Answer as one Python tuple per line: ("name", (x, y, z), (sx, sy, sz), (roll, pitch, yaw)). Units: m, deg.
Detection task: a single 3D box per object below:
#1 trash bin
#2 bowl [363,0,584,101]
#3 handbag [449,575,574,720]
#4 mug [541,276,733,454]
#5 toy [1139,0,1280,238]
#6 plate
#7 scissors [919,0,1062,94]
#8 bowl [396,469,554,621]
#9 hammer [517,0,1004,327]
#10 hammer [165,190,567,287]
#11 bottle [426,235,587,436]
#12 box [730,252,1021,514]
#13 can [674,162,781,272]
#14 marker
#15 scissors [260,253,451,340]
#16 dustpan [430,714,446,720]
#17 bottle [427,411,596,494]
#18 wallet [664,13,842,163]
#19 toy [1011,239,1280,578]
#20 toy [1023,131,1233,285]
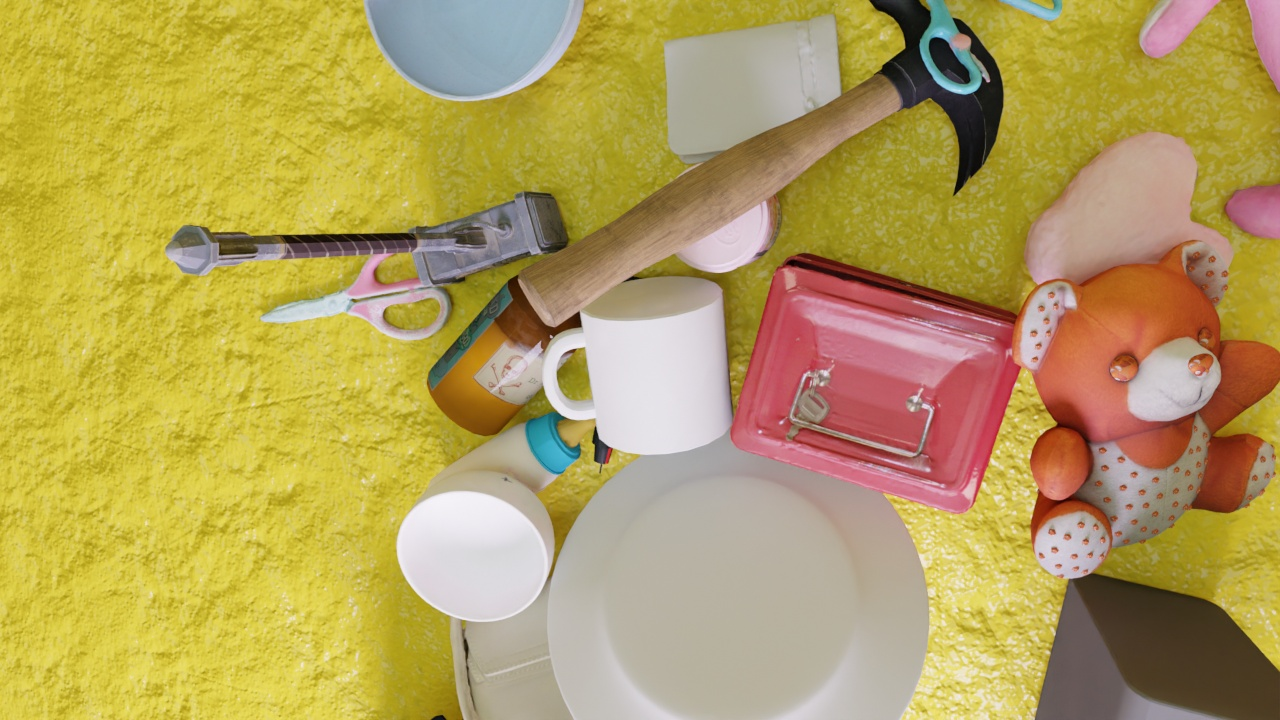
("trash bin", (0.278, 0.260, 0.518), (0.098, 0.191, 0.220), (11, 100, 14))
("bowl", (-0.100, -0.245, 0.610), (0.151, 0.074, 0.150), (2, 98, 16))
("handbag", (-0.014, 0.214, 0.663), (0.229, 0.132, 0.184), (-22, 67, 15))
("mug", (-0.004, 0.003, 0.595), (0.121, 0.091, 0.090), (-10, 110, -7))
("toy", (0.389, -0.138, 0.458), (0.187, 0.127, 0.265), (-38, 81, 22))
("plate", (0.055, 0.149, 0.579), (0.243, 0.016, 0.242), (-7, 58, 11))
("scissors", (0.193, -0.220, 0.542), (0.126, 0.015, 0.136), (-13, 77, -9))
("bowl", (-0.109, 0.122, 0.632), (0.105, 0.054, 0.105), (3, 112, 8))
("hammer", (0.071, -0.106, 0.526), (0.305, 0.040, 0.132), (-32, 80, -11))
("hammer", (-0.144, -0.066, 0.520), (0.099, 0.321, 0.044), (-14, 94, 18))
("bottle", (-0.077, -0.022, 0.642), (0.068, 0.067, 0.157), (46, 107, 5))
("box", (0.145, 0.013, 0.572), (0.158, 0.086, 0.129), (18, 102, 12))
("can", (0.053, -0.092, 0.588), (0.067, 0.076, 0.067), (2, 99, 16))
("marker", (-0.017, 0.013, 0.654), (0.019, 0.019, 0.146), (13, 102, 14))
("scissors", (-0.226, -0.043, 0.711), (0.174, 0.017, 0.076), (-9, 97, 17))
("dustpan", (-0.097, 0.367, 0.644), (0.080, 0.274, 0.236), (-33, 71, -25))
("bottle", (-0.089, 0.075, 0.668), (0.146, 0.051, 0.051), (-31, 89, 18))
("wallet", (0.074, -0.175, 0.596), (0.116, 0.032, 0.086), (0, 88, 19))
("toy", (0.279, 0.027, 0.513), (0.163, 0.093, 0.172), (-18, 111, -8))
("toy", (0.289, -0.071, 0.538), (0.105, 0.053, 0.108), (42, 107, -5))
